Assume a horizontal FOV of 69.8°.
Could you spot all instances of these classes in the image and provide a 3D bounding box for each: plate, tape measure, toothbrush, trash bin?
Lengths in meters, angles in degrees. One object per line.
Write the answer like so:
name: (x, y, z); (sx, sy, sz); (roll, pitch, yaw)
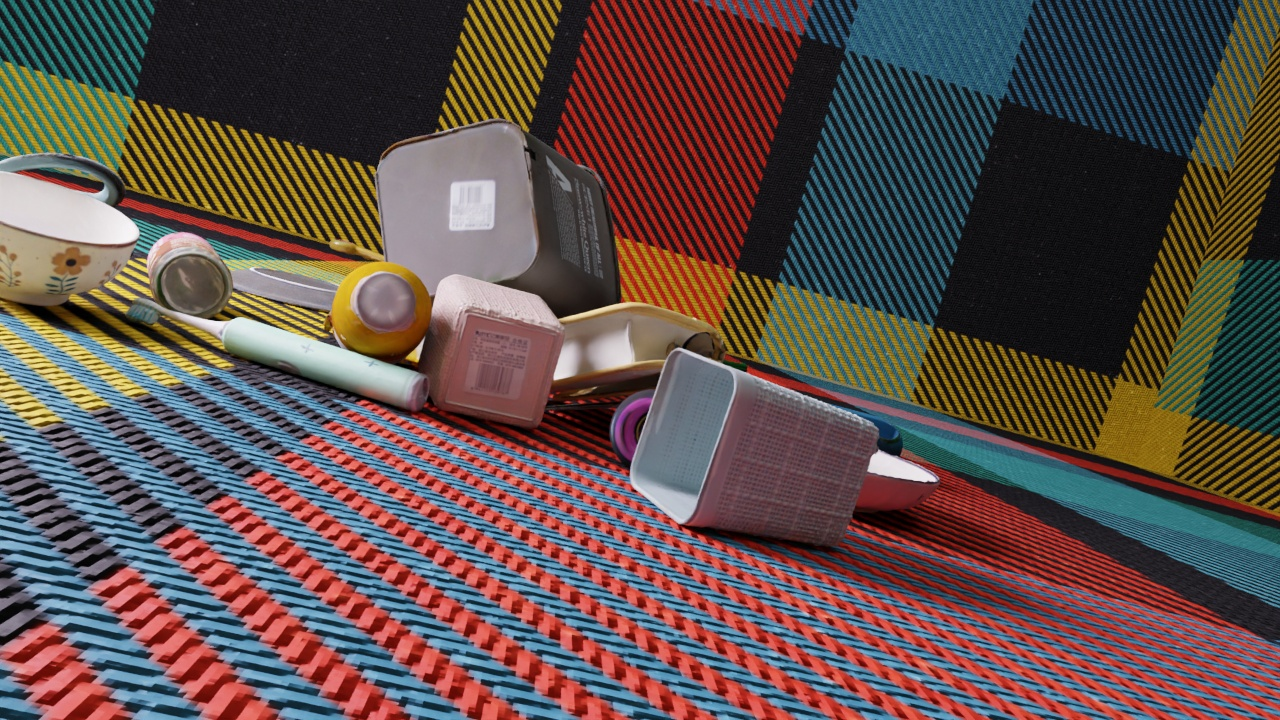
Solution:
plate: (0.137, 0.082, 0.731); (0.192, 0.039, 0.192); (15, 5, -1)
tape measure: (0.009, 0.047, 0.608); (0.058, 0.057, 0.039); (39, 3, -1)
toothbrush: (-0.247, -0.009, 0.617); (0.224, 0.027, 0.026); (17, -31, 10)
plate: (-0.394, -0.084, 1.059); (0.179, 0.024, 0.179); (16, 4, -1)
trash bin: (-0.143, -0.126, 0.934); (0.199, 0.199, 0.219); (-10, -9, 11)

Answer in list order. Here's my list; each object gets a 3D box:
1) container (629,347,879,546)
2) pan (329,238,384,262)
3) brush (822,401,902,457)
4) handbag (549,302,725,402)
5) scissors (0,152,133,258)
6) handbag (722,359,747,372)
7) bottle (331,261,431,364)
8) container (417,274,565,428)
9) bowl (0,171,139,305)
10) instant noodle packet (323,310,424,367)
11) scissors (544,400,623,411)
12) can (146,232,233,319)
container: (0.069, 0.054, 0.547); (0.111, 0.090, 0.090); (17, 4, -26)
pan: (-0.209, -0.066, 1.133); (0.357, 0.078, 0.198); (14, 4, -24)
brush: (0.206, 0.076, 0.949); (0.144, 0.055, 0.073); (15, 4, -9)
handbag: (-0.005, 0.005, 0.796); (0.164, 0.063, 0.178); (-9, -13, 43)
scissors: (-0.465, -0.088, 0.669); (0.179, 0.143, 0.019); (-17, 54, -19)
handbag: (0.051, 0.024, 1.051); (0.120, 0.068, 0.131); (10, 0, 43)
bottle: (-0.186, -0.032, 0.657); (0.068, 0.068, 0.190); (14, -7, -16)
container: (-0.110, -0.006, 0.678); (0.090, 0.090, 0.111); (14, 7, -18)
bowl: (-0.403, -0.076, 0.607); (0.113, 0.062, 0.113); (26, 14, -7)
instant noodle packet: (-0.214, -0.024, 0.831); (0.111, 0.044, 0.128); (20, 4, -2)
scissors: (-0.001, 0.034, 0.735); (0.133, 0.012, 0.172); (-9, -7, 34)
can: (-0.372, -0.071, 0.754); (0.057, 0.058, 0.147); (13, 5, -31)
